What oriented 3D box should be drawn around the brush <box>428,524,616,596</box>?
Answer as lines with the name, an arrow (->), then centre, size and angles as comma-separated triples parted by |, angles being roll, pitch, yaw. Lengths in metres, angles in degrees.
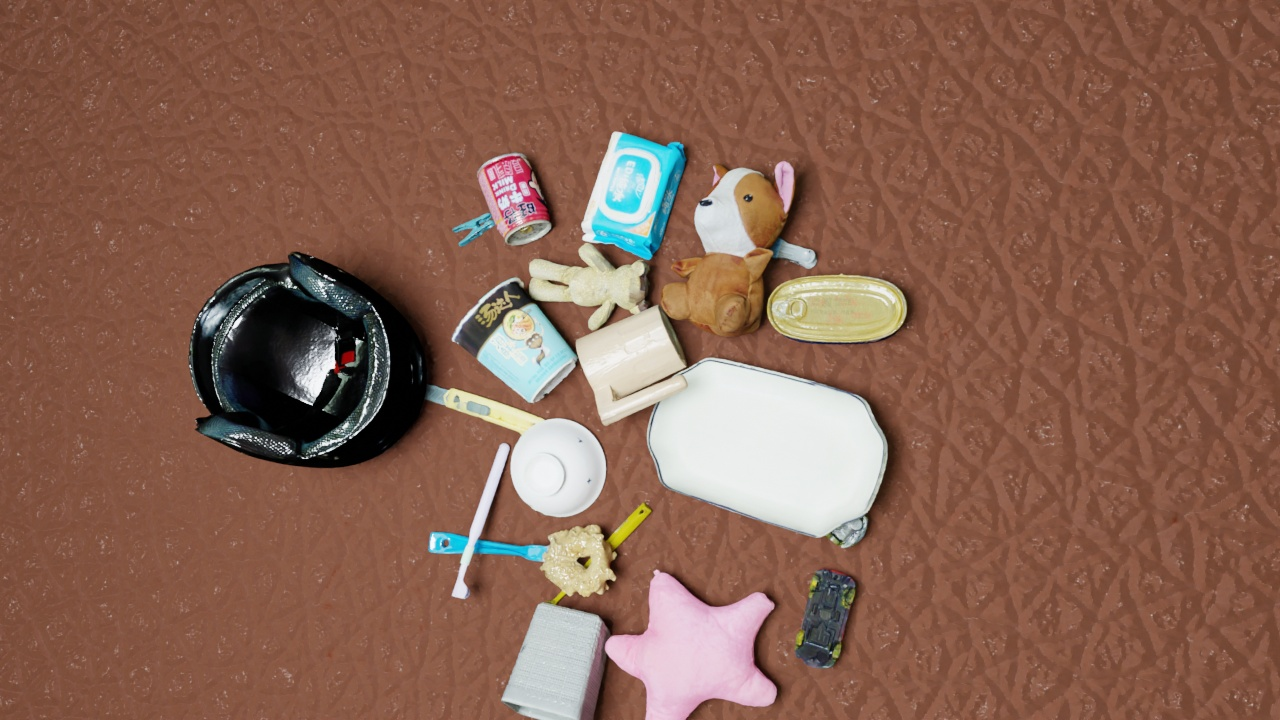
brush -> -0.142, 0.227, 1.086 | 0.255, 0.045, 0.083 | 1, 82, 24

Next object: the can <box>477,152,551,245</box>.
can -> -0.152, -0.194, 1.111 | 0.066, 0.066, 0.093 | -24, 80, 11

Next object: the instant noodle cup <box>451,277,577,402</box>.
instant noodle cup -> -0.140, -0.018, 1.081 | 0.120, 0.111, 0.111 | 44, 97, 6

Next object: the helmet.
helmet -> -0.386, 0.008, 1.075 | 0.275, 0.230, 0.233 | 24, 83, 25

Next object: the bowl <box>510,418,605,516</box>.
bowl -> -0.105, 0.129, 1.069 | 0.118, 0.064, 0.118 | 0, 90, 11

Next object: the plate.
plate -> 0.136, 0.094, 1.010 | 0.266, 0.034, 0.162 | 14, 79, 24

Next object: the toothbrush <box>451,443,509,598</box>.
toothbrush -> -0.187, 0.188, 1.091 | 0.021, 0.029, 0.189 | 24, 71, -25

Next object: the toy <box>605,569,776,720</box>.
toy -> 0.061, 0.312, 1.014 | 0.195, 0.074, 0.178 | -25, 77, 8

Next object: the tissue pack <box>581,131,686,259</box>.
tissue pack -> -0.008, -0.195, 1.076 | 0.090, 0.063, 0.140 | 18, 90, 15

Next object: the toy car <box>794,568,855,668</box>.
toy car -> 0.201, 0.281, 1.001 | 0.049, 0.031, 0.106 | 14, 88, 16

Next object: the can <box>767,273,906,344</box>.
can -> 0.217, -0.055, 1.014 | 0.148, 0.049, 0.074 | 0, 85, 15

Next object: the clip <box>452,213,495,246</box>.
clip -> -0.208, -0.165, 1.152 | 0.056, 0.014, 0.040 | -25, 80, 13

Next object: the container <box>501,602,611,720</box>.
container -> -0.088, 0.342, 1.028 | 0.090, 0.090, 0.114 | 10, 62, 14

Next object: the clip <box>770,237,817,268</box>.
clip -> 0.174, -0.123, 1.048 | 0.057, 0.033, 0.025 | 21, 89, 22

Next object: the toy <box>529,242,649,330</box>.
toy -> -0.062, -0.091, 1.088 | 0.157, 0.066, 0.105 | 7, 109, 20

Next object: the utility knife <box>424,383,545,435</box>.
utility knife -> -0.201, 0.059, 1.134 | 0.207, 0.021, 0.031 | 17, 91, 19

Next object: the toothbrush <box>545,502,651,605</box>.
toothbrush -> -0.057, 0.238, 1.078 | 0.190, 0.016, 0.015 | -46, 75, 7

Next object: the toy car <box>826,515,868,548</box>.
toy car -> 0.200, 0.162, 1.008 | 0.105, 0.032, 0.048 | 37, 89, 19

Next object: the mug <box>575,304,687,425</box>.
mug -> -0.006, 0.006, 1.038 | 0.104, 0.084, 0.124 | -25, 44, 9

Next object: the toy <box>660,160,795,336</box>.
toy -> 0.097, -0.129, 1.020 | 0.140, 0.130, 0.199 | 17, 83, 40
